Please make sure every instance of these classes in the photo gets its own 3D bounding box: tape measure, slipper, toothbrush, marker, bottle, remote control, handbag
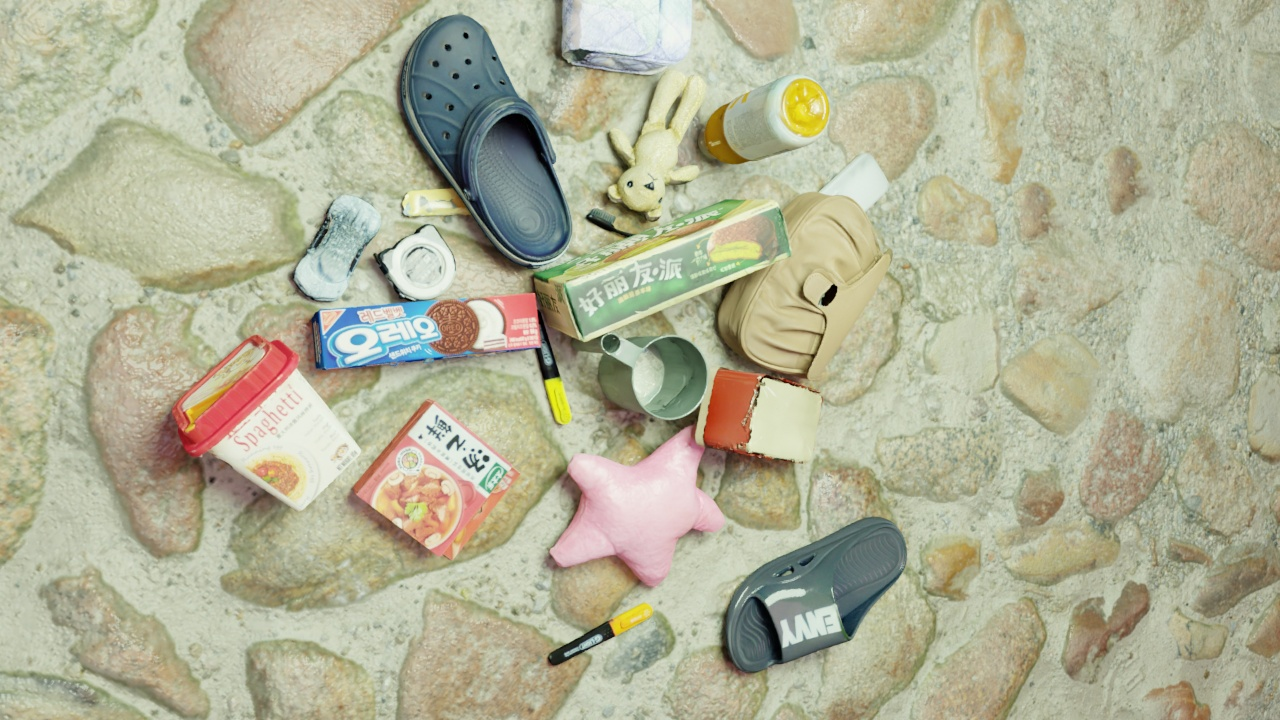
[{"bbox_3d":[-0.212,-0.089,0.881,0.065,0.034,0.066,-34,102,-17],"label":"tape measure"},{"bbox_3d":[-0.142,-0.206,0.867,0.105,0.095,0.253,-29,98,-22],"label":"slipper"},{"bbox_3d":[0.216,0.266,1.054,0.267,0.083,0.111,-26,100,-22],"label":"slipper"},{"bbox_3d":[0.026,-0.125,0.993,0.189,0.014,0.016,20,72,-23],"label":"toothbrush"},{"bbox_3d":[-0.094,0.007,0.945,0.018,0.015,0.124,-19,98,-25],"label":"marker"},{"bbox_3d":[-0.042,0.292,0.980,0.123,0.015,0.018,-23,96,-19],"label":"marker"},{"bbox_3d":[0.116,-0.237,0.929,0.068,0.190,0.068,-1,93,-23],"label":"bottle"},{"bbox_3d":[0.234,-0.184,1.075,0.135,0.020,0.056,-43,108,-16],"label":"remote control"},{"bbox_3d":[-0.014,-0.396,0.929,0.134,0.076,0.194,0,92,-23],"label":"handbag"},{"bbox_3d":[0.186,-0.078,1.006,0.147,0.100,0.204,31,92,-28],"label":"handbag"}]

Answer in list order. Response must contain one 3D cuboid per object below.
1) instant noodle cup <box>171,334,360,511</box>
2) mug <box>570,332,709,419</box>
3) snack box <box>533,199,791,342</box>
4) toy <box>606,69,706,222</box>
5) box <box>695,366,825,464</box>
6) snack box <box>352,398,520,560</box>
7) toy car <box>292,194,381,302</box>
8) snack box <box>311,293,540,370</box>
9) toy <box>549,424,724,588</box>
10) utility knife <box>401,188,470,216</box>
[{"bbox_3d":[-0.322,0.058,0.803,0.116,0.117,0.124,-47,120,-15],"label":"instant noodle cup"},{"bbox_3d":[-0.006,0.005,0.935,0.124,0.103,0.083,30,81,-20],"label":"mug"},{"bbox_3d":[0.021,-0.095,0.924,0.239,0.114,0.063,-23,107,-15],"label":"snack box"},{"bbox_3d":[0.021,-0.226,0.956,0.105,0.066,0.157,22,90,-17],"label":"toy"},{"bbox_3d":[0.136,0.064,0.970,0.168,0.079,0.091,16,85,-56],"label":"box"},{"bbox_3d":[-0.192,0.120,0.892,0.127,0.044,0.113,42,76,-20],"label":"snack box"},{"bbox_3d":[-0.281,-0.103,0.851,0.049,0.031,0.105,29,82,-21],"label":"toy car"},{"bbox_3d":[-0.202,-0.027,0.875,0.207,0.057,0.058,-7,92,-22],"label":"snack box"},{"bbox_3d":[-0.004,0.166,0.961,0.194,0.074,0.179,-15,108,-18],"label":"toy"},{"bbox_3d":[-0.160,-0.157,0.912,0.151,0.018,0.031,-7,89,-18],"label":"utility knife"}]
